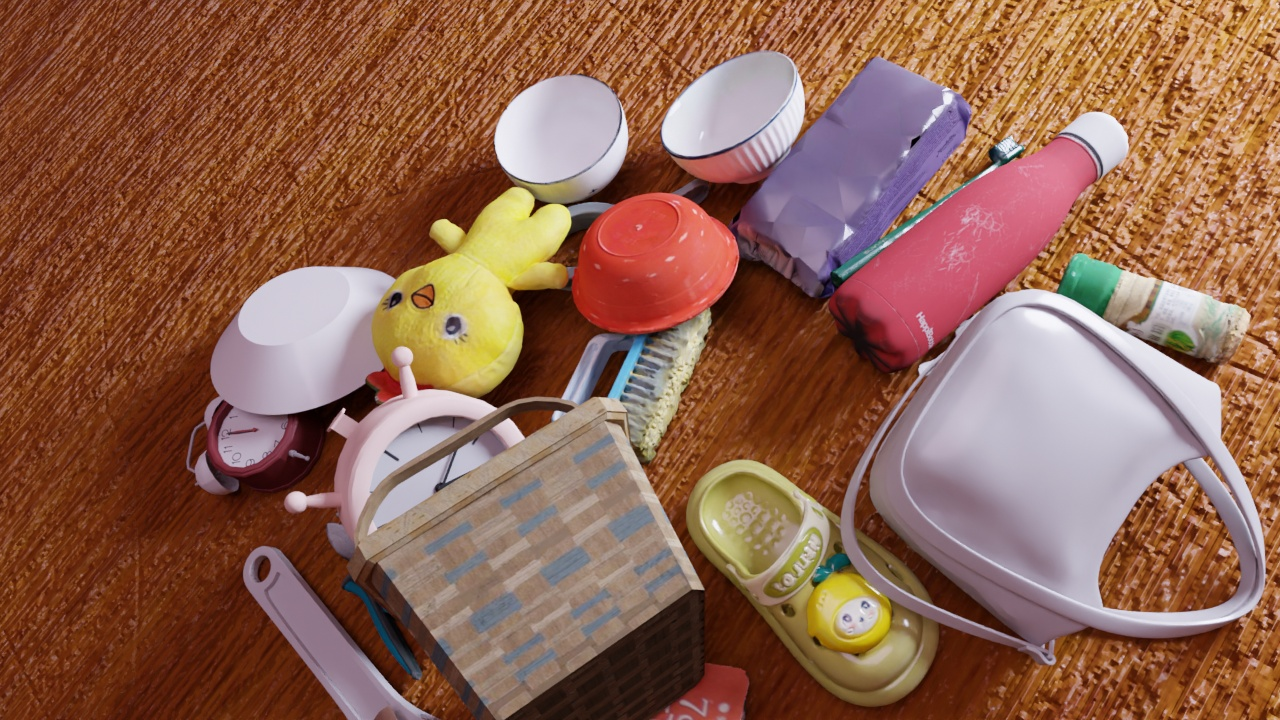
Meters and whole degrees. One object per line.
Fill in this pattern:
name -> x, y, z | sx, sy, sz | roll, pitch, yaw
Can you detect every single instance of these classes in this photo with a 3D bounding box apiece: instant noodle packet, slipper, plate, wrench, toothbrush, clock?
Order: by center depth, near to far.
instant noodle packet -> -0.030, 0.283, 0.553 | 0.165, 0.084, 0.220 | 0, 56, 22
slipper -> 0.102, 0.126, 0.578 | 0.091, 0.082, 0.190 | -43, 58, -9
clock -> -0.144, 0.088, 0.646 | 0.131, 0.160, 0.086 | -57, 18, -14
wrench -> -0.217, 0.232, 0.655 | 0.273, 0.018, 0.086 | 34, 89, 31
toothbrush -> 0.212, -0.112, 0.676 | 0.189, 0.016, 0.017 | -35, 80, -14
clock -> -0.318, 0.064, 0.755 | 0.125, 0.044, 0.087 | -9, 63, 11
plate -> -0.281, -0.033, 0.765 | 0.174, 0.036, 0.173 | -6, 46, 6

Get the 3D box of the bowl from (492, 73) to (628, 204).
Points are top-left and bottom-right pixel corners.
bowl -> -0.062, -0.181, 0.785 | 0.113, 0.063, 0.113 | -7, 64, 13

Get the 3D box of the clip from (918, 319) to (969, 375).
clip -> 0.240, -0.002, 0.632 | 0.102, 0.054, 0.057 | -13, 97, 10

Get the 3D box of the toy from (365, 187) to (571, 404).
toy -> -0.132, -0.046, 0.720 | 0.134, 0.092, 0.207 | 25, 81, 30

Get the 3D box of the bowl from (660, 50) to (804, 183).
bowl -> 0.082, -0.183, 0.735 | 0.118, 0.062, 0.117 | -21, 44, 22

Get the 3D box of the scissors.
scissors -> -0.190, 0.173, 0.678 | 0.131, 0.019, 0.149 | -5, 65, 14

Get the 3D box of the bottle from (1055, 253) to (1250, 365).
bottle -> 0.335, -0.034, 0.606 | 0.111, 0.043, 0.043 | 25, 74, 24

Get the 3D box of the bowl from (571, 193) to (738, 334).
bowl -> 0.005, -0.082, 0.678 | 0.131, 0.045, 0.130 | -11, 47, 12

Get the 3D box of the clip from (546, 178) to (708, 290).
clip -> -0.016, -0.086, 0.747 | 0.163, 0.028, 0.106 | -15, 63, 10

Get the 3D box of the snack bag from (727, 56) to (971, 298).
snack bag -> 0.158, -0.143, 0.703 | 0.096, 0.058, 0.205 | 35, 79, 27

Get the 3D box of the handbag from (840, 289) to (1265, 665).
handbag -> 0.258, 0.087, 0.551 | 0.222, 0.095, 0.215 | 36, 87, 7

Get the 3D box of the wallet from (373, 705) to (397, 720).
wallet -> -0.163, 0.290, 0.572 | 0.087, 0.013, 0.121 | -53, 43, 1

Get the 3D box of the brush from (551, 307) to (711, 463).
brush -> -0.004, 0.004, 0.682 | 0.075, 0.055, 0.135 | 19, 71, 19

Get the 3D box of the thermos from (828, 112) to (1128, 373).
thermos -> 0.243, -0.089, 0.643 | 0.240, 0.073, 0.073 | -39, 60, -5

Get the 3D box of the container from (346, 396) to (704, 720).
container -> -0.065, 0.115, 0.524 | 0.157, 0.250, 0.186 | -31, 62, -14
